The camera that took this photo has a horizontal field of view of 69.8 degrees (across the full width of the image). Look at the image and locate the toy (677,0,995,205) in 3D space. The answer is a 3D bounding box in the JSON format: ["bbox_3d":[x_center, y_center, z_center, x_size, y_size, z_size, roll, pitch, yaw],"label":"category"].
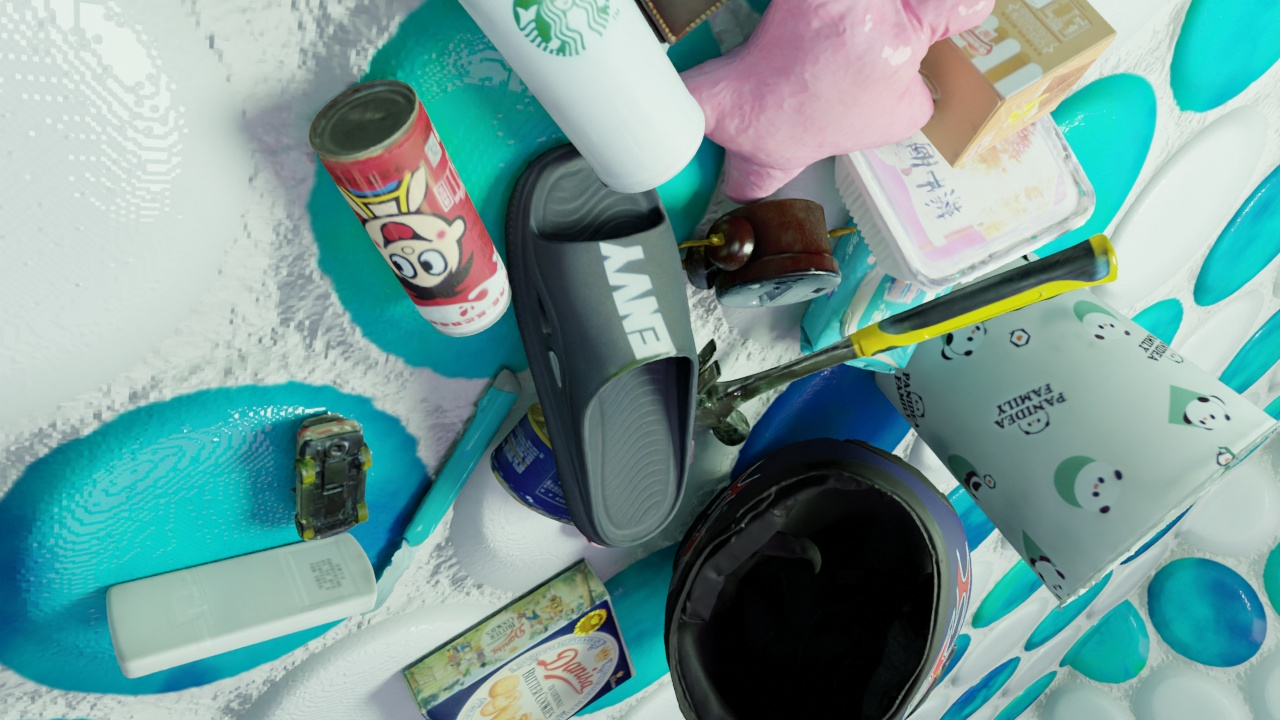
[{"bbox_3d":[0.104,-0.155,0.531,0.178,0.074,0.195,10,146,-34],"label":"toy"}]

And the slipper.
[{"bbox_3d":[-0.003,0.003,0.552,0.110,0.083,0.268,-22,117,-30],"label":"slipper"}]

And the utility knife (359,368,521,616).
[{"bbox_3d":[-0.141,0.096,0.635,0.029,0.013,0.223,14,115,-49],"label":"utility knife"}]

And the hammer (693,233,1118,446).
[{"bbox_3d":[0.180,-0.017,0.678,0.324,0.031,0.126,-22,147,19],"label":"hammer"}]

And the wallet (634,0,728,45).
[{"bbox_3d":[0.020,-0.224,0.434,0.096,0.020,0.122,-36,135,9],"label":"wallet"}]

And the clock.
[{"bbox_3d":[0.076,-0.069,0.605,0.121,0.055,0.082,-3,170,-17],"label":"clock"}]

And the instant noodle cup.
[{"bbox_3d":[0.217,-0.124,0.645,0.173,0.138,0.060,-24,174,-20],"label":"instant noodle cup"}]

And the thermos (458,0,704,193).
[{"bbox_3d":[-0.044,-0.165,0.405,0.073,0.073,0.224,-43,141,2],"label":"thermos"}]

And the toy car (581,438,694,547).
[{"bbox_3d":[0.000,0.106,0.750,0.122,0.037,0.056,-50,144,10],"label":"toy car"}]

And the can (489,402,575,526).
[{"bbox_3d":[-0.040,0.080,0.658,0.049,0.074,0.148,-48,140,13],"label":"can"}]

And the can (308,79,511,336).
[{"bbox_3d":[-0.110,-0.071,0.463,0.053,0.053,0.133,-34,142,-10],"label":"can"}]

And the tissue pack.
[{"bbox_3d":[0.189,-0.051,0.725,0.093,0.050,0.134,9,124,-18],"label":"tissue pack"}]

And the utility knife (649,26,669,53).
[{"bbox_3d":[0.036,-0.219,0.474,0.034,0.018,0.195,4,125,-44],"label":"utility knife"}]

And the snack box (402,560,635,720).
[{"bbox_3d":[-0.101,0.284,0.830,0.182,0.046,0.178,-29,142,-15],"label":"snack box"}]

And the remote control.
[{"bbox_3d":[-0.240,0.147,0.563,0.149,0.058,0.021,-8,134,-35],"label":"remote control"}]

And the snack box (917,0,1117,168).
[{"bbox_3d":[0.217,-0.194,0.577,0.094,0.092,0.077,-31,166,-14],"label":"snack box"}]

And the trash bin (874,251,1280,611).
[{"bbox_3d":[0.359,0.045,0.801,0.229,0.252,0.230,-30,151,-19],"label":"trash bin"}]

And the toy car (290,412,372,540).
[{"bbox_3d":[-0.188,0.073,0.553,0.042,0.035,0.091,-12,134,-31],"label":"toy car"}]

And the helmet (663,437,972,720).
[{"bbox_3d":[0.161,0.194,0.813,0.316,0.247,0.239,-64,165,22],"label":"helmet"}]
